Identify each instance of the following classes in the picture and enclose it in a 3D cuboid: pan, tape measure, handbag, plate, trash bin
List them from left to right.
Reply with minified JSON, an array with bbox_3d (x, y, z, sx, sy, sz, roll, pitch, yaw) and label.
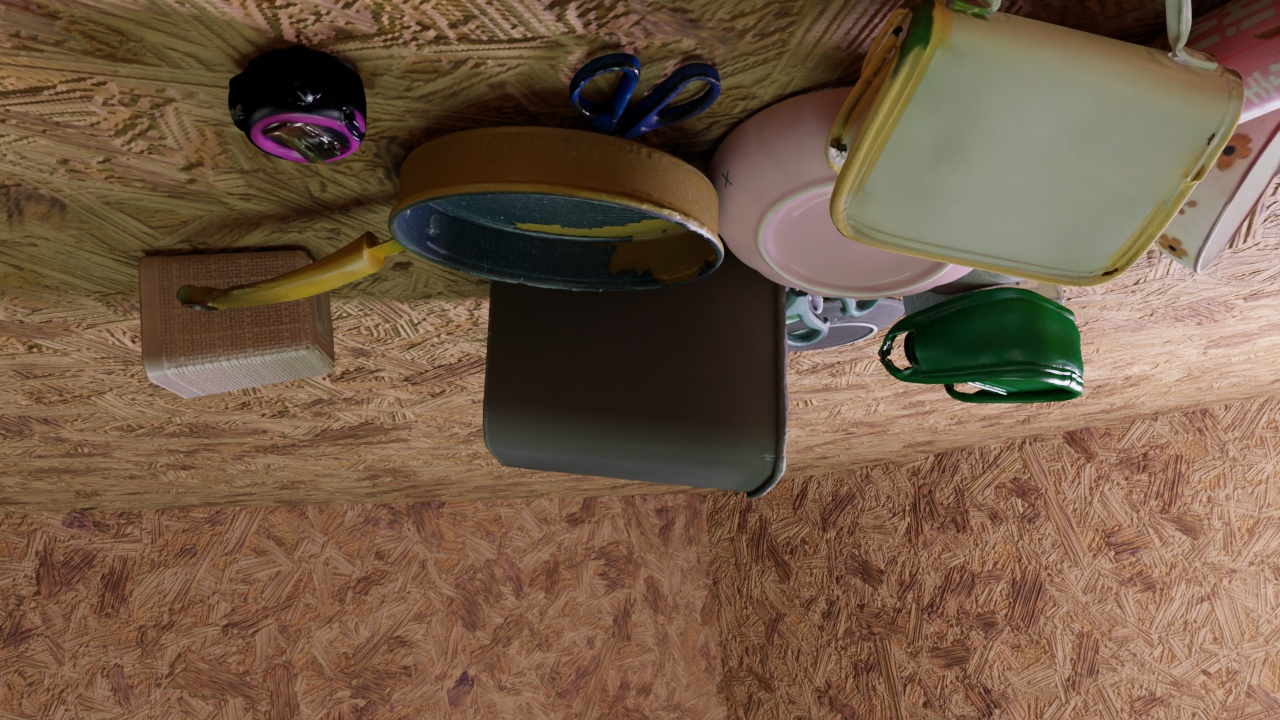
[{"bbox_3d":[-0.158,-0.117,0.430,0.057,0.039,0.057,-12,166,26],"label":"tape measure"},{"bbox_3d":[-0.127,-0.068,0.568,0.358,0.078,0.197,2,170,14],"label":"pan"},{"bbox_3d":[-0.004,0.004,0.735,0.220,0.198,0.199,2,166,0],"label":"trash bin"},{"bbox_3d":[0.199,-0.033,0.996,0.179,0.024,0.179,-5,167,-1],"label":"plate"},{"bbox_3d":[0.133,-0.086,0.559,0.192,0.039,0.193,7,154,3],"label":"plate"},{"bbox_3d":[0.260,-0.002,0.689,0.131,0.068,0.120,10,161,-42],"label":"handbag"},{"bbox_3d":[0.186,-0.125,0.421,0.163,0.063,0.179,10,138,-9],"label":"handbag"}]

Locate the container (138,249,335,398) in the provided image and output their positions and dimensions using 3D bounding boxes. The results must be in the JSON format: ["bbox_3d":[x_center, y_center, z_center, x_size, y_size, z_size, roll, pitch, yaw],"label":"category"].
[{"bbox_3d":[-0.287,-0.028,0.667,0.111,0.090,0.090,-7,168,-8],"label":"container"}]

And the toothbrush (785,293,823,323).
[{"bbox_3d":[0.092,-0.032,0.948,0.225,0.027,0.026,-19,126,45],"label":"toothbrush"}]

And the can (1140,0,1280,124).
[{"bbox_3d":[0.278,-0.140,0.471,0.057,0.058,0.148,3,165,-36],"label":"can"}]

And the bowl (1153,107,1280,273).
[{"bbox_3d":[0.341,-0.116,0.555,0.062,0.113,0.113,36,-168,32],"label":"bowl"}]

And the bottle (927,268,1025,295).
[{"bbox_3d":[0.253,-0.087,0.614,0.068,0.068,0.190,-1,177,-19],"label":"bottle"}]

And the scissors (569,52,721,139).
[{"bbox_3d":[-0.027,-0.126,0.512,0.173,0.012,0.132,-14,167,37],"label":"scissors"}]

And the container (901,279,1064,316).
[{"bbox_3d":[0.283,-0.062,0.764,0.090,0.090,0.112,-4,164,-8],"label":"container"}]

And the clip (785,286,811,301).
[{"bbox_3d":[0.136,-0.067,0.831,0.025,0.032,0.057,-18,160,27],"label":"clip"}]

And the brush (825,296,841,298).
[{"bbox_3d":[0.155,-0.084,0.676,0.073,0.055,0.144,-4,168,-11],"label":"brush"}]

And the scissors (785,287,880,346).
[{"bbox_3d":[0.143,-0.054,0.814,0.143,0.019,0.179,-36,149,25],"label":"scissors"}]
